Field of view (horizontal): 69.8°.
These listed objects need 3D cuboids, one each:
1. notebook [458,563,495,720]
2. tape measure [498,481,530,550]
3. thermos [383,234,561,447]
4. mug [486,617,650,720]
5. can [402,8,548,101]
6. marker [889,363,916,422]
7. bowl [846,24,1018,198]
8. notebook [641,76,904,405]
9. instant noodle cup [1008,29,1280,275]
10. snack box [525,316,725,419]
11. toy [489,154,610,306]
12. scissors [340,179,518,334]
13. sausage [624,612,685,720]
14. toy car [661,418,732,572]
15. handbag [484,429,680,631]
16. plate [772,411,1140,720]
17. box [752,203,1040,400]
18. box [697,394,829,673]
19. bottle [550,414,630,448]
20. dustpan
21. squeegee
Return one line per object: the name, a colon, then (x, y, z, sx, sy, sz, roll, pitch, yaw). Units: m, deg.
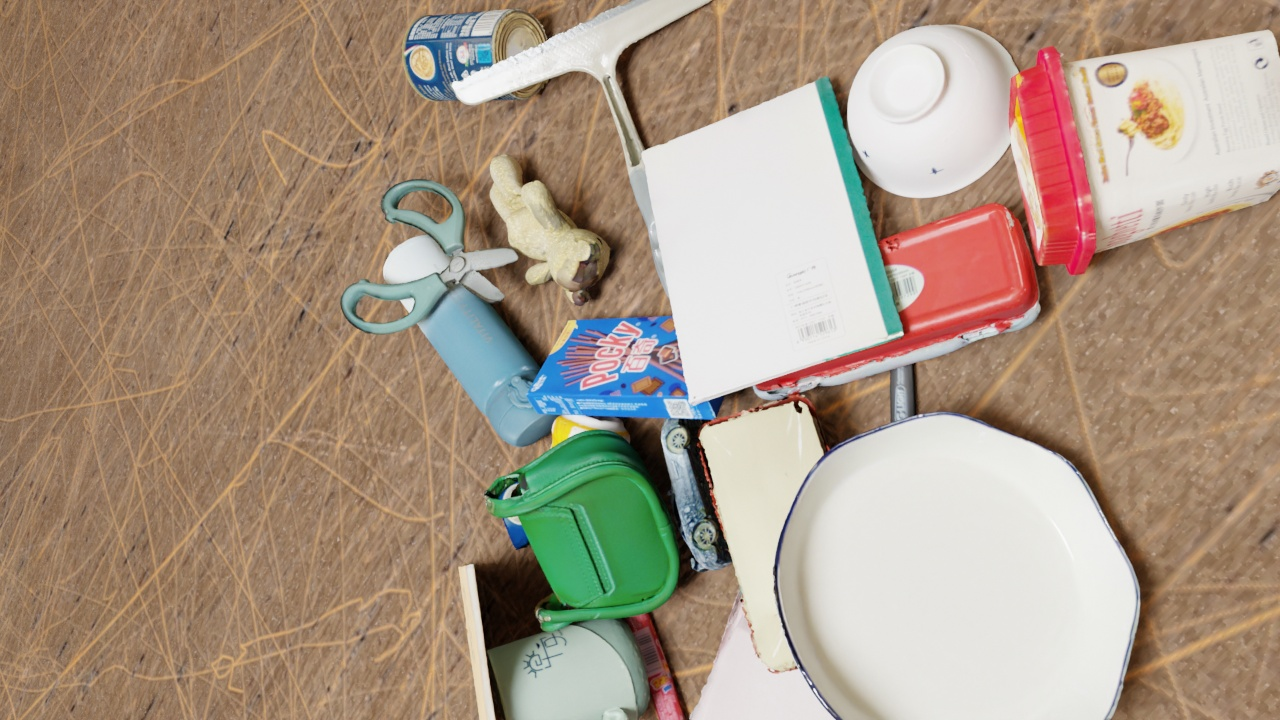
notebook: (-0.127, 0.233, 0.714, 0.208, 0.008, 0.147, 134, 127, -72)
tape measure: (-0.093, 0.124, 0.775, 0.055, 0.025, 0.058, -31, 75, 25)
thermos: (-0.144, -0.018, 0.795, 0.070, 0.070, 0.220, -51, 62, 19)
mug: (-0.048, 0.247, 0.672, 0.111, 0.106, 0.082, -128, 29, -57)
can: (-0.143, -0.267, 0.808, 0.111, 0.075, 0.075, 10, 91, 33)
marker: (0.176, 0.045, 0.616, 0.018, 0.015, 0.124, -3, 83, 29)
bowl: (0.182, -0.171, 0.600, 0.118, 0.064, 0.118, -2, 85, 32)
notebook: (0.084, -0.087, 0.637, 0.151, 0.012, 0.208, -19, 64, 21)
instant noodle cup: (0.280, -0.119, 0.512, 0.124, 0.116, 0.116, -11, 80, 19)
snack box: (-0.004, 0.004, 0.698, 0.157, 0.026, 0.084, -1, 46, 31)
toy: (-0.082, -0.115, 0.772, 0.157, 0.066, 0.105, 49, 144, 30)
scissors: (-0.181, -0.099, 0.788, 0.174, 0.019, 0.177, -12, 67, 18)
sausage: (0.004, 0.219, 0.709, 0.020, 0.020, 0.155, -31, 70, 27)
toy car: (0.042, 0.094, 0.674, 0.037, 0.054, 0.120, -21, 75, 27)
handbag: (-0.038, 0.126, 0.668, 0.120, 0.068, 0.131, -23, 112, -3)
plate: (0.178, 0.133, 0.535, 0.205, 0.046, 0.204, 0, 69, -1)
box: (0.159, -0.033, 0.616, 0.202, 0.048, 0.087, -19, 67, 30)
box: (0.096, 0.114, 0.606, 0.091, 0.079, 0.168, -18, 72, 10)
bottle: (-0.048, 0.095, 0.726, 0.063, 0.063, 0.108, 16, 94, 32)
dustpan: (0.120, 0.318, 0.636, 0.223, 0.139, 0.273, 27, 73, 32)
squeegee: (-0.001, -0.156, 0.732, 0.247, 0.039, 0.246, -21, 81, 12)
